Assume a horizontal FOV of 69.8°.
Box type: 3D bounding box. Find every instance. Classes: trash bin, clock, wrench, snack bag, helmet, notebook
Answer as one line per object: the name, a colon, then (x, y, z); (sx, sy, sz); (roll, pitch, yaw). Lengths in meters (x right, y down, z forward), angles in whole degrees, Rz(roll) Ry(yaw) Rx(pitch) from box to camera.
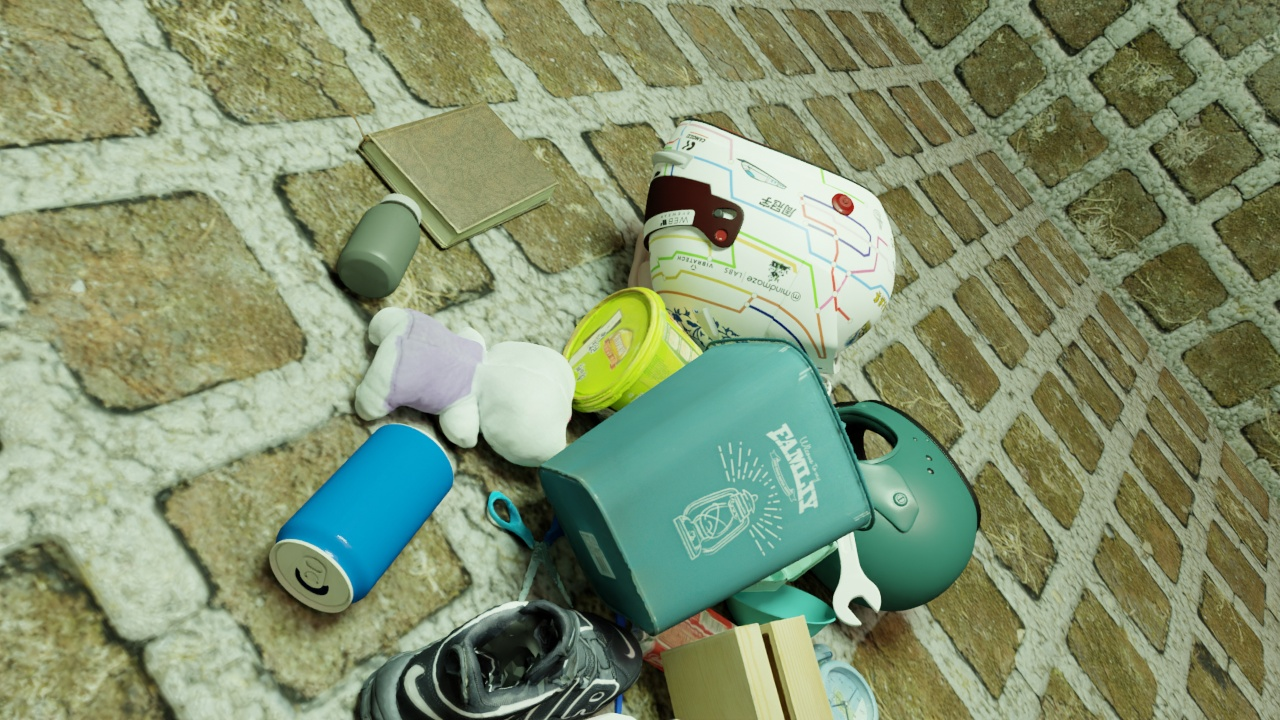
trash bin: (0.048, 0.113, 0.823); (0.218, 0.199, 0.196); (-28, 101, -21)
clock: (0.189, 0.344, 0.939); (0.124, 0.052, 0.088); (48, 38, 4)
wrench: (0.206, 0.140, 0.965); (0.009, 0.047, 0.273); (67, 16, -62)
snack bag: (0.045, 0.266, 0.875); (0.116, 0.036, 0.076); (36, 40, -17)
helmet: (0.246, 0.158, 1.054); (0.199, 0.177, 0.274); (-17, 62, -36)
helmet: (0.123, -0.112, 1.036); (0.314, 0.236, 0.231); (26, -5, 17)
notebook: (-0.214, -0.233, 1.043); (0.190, 0.035, 0.214); (49, 37, -1)

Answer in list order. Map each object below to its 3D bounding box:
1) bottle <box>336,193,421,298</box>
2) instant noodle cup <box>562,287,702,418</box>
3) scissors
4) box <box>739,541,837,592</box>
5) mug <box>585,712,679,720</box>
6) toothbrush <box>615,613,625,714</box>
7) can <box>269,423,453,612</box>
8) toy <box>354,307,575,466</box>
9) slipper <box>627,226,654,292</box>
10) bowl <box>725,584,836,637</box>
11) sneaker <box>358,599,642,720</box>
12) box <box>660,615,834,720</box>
bottle: (-0.248, -0.113, 0.887); (0.060, 0.060, 0.108); (32, 41, -21)
instant noodle cup: (-0.006, 0.006, 0.966); (0.098, 0.147, 0.146); (36, 38, -33)
scissors: (-0.087, 0.168, 0.846); (0.126, 0.014, 0.127); (-19, 75, -51)
box: (0.113, 0.146, 0.974); (0.078, 0.113, 0.187); (36, 22, -50)
mug: (-0.013, 0.314, 0.717); (0.123, 0.090, 0.076); (-14, 74, -11)
toothbrush: (-0.019, 0.237, 0.860); (0.016, 0.011, 0.186); (26, 46, -28)
can: (-0.211, 0.117, 0.711); (0.079, 0.079, 0.145); (43, 38, -8)
toy: (-0.151, 0.018, 0.856); (0.209, 0.086, 0.137); (20, 45, -25)
slipper: (0.035, -0.096, 1.157); (0.106, 0.056, 0.221); (23, 44, -27)
bowl: (0.134, 0.264, 0.936); (0.121, 0.121, 0.046); (11, 95, -39)
sneaker: (-0.072, 0.224, 0.700); (0.252, 0.151, 0.097); (1, 58, -45)
box: (0.100, 0.350, 0.755); (0.091, 0.128, 0.249); (5, 64, -41)
